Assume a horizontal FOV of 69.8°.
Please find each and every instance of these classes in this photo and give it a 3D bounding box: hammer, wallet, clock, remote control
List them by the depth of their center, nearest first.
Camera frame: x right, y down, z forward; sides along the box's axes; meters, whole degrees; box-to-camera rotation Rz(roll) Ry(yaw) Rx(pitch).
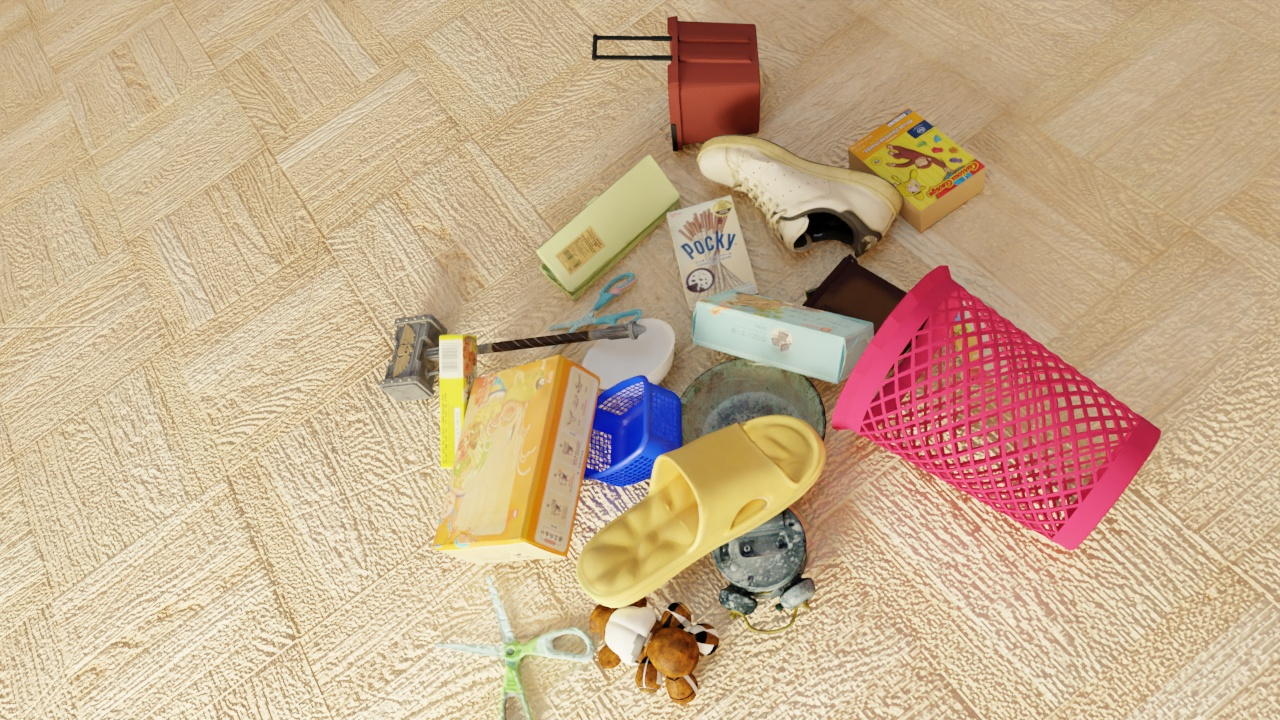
[{"bbox_3d":[0.115,0.191,0.863,0.090,0.052,0.129,-10,58,11],"label":"clock"},{"bbox_3d":[0.337,-0.031,0.945,0.038,0.018,0.125,-20,59,6],"label":"remote control"},{"bbox_3d":[0.238,-0.051,0.967,0.115,0.018,0.091,38,77,21],"label":"wallet"},{"bbox_3d":[-0.146,-0.017,1.053,0.323,0.044,0.098,-6,59,20],"label":"hammer"}]

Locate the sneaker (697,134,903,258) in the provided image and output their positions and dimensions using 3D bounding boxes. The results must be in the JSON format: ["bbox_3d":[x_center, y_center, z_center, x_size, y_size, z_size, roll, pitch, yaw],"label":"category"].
[{"bbox_3d":[0.167,-0.178,1.048,0.242,0.089,0.102,21,74,20],"label":"sneaker"}]

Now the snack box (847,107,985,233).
[{"bbox_3d":[0.313,-0.218,1.047,0.088,0.040,0.125,-35,57,-4],"label":"snack box"}]

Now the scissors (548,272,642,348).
[{"bbox_3d":[-0.044,-0.051,1.062,0.136,0.015,0.126,-46,37,-10],"label":"scissors"}]

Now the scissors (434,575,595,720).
[{"bbox_3d":[-0.122,0.287,0.909,0.169,0.023,0.171,-27,59,7],"label":"scissors"}]

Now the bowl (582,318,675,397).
[{"bbox_3d":[-0.006,0.006,1.009,0.110,0.040,0.109,-18,38,15],"label":"bowl"}]

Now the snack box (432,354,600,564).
[{"bbox_3d":[-0.122,0.107,0.948,0.145,0.080,0.195,-15,56,42],"label":"snack box"}]

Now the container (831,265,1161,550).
[{"bbox_3d":[0.319,0.051,0.822,0.226,0.183,0.183,36,76,23],"label":"container"}]

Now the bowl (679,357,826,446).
[{"bbox_3d":[0.112,0.074,0.941,0.158,0.038,0.157,-8,59,13],"label":"bowl"}]

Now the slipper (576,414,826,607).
[{"bbox_3d":[0.045,0.127,0.853,0.263,0.078,0.099,-37,42,1],"label":"slipper"}]

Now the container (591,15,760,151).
[{"bbox_3d":[0.047,-0.351,1.156,0.201,0.127,0.147,-2,59,5],"label":"container"}]

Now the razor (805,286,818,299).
[{"bbox_3d":[0.214,-0.037,0.985,0.042,0.026,0.105,-18,61,4],"label":"razor"}]

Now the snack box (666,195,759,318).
[{"bbox_3d":[0.084,-0.121,1.070,0.082,0.026,0.149,-16,58,8],"label":"snack box"}]

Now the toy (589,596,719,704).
[{"bbox_3d":[0.007,0.261,0.855,0.113,0.067,0.087,14,65,34],"label":"toy"}]

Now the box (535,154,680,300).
[{"bbox_3d":[-0.037,-0.158,1.116,0.187,0.089,0.077,-43,78,-12],"label":"box"}]

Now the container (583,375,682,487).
[{"bbox_3d":[-0.008,0.077,0.941,0.114,0.058,0.096,-31,48,42],"label":"container"}]

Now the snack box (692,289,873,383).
[{"bbox_3d":[0.145,-0.028,0.949,0.175,0.053,0.074,16,23,33],"label":"snack box"}]

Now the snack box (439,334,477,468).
[{"bbox_3d":[-0.201,0.045,1.015,0.029,0.040,0.148,-1,89,14],"label":"snack box"}]
